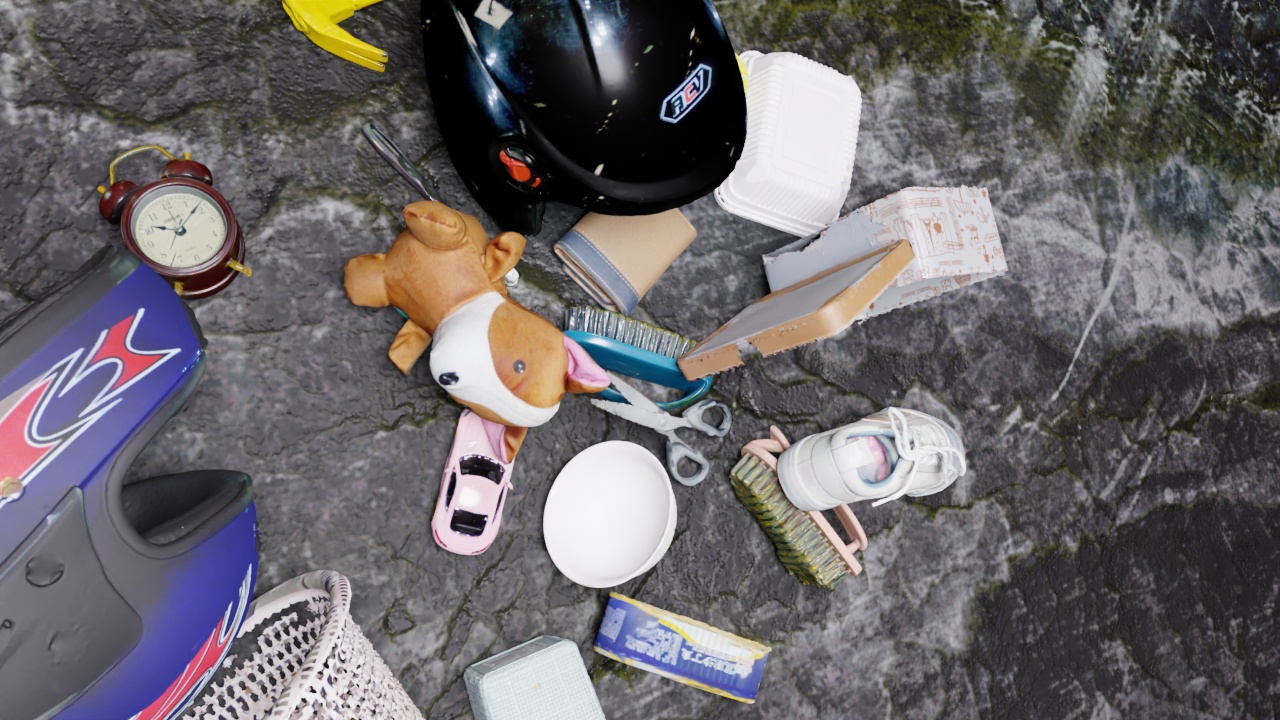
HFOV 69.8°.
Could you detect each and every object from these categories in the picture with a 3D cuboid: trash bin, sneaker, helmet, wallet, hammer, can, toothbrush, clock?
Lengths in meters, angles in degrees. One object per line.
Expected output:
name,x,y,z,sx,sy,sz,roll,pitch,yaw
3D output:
trash bin,-0.218,0.282,0.588,0.227,0.228,0.192,-45,110,-22
sneaker,0.233,0.078,0.820,0.241,0.091,0.089,-4,70,-41
helmet,-0.350,0.115,0.540,0.314,0.248,0.240,-49,121,-27
wallet,-0.012,-0.105,0.819,0.090,0.033,0.115,45,68,-11
hammer,-0.164,-0.348,0.801,0.300,0.033,0.129,-29,92,-23
helmet,-0.046,-0.234,0.722,0.275,0.230,0.233,32,65,28
can,0.035,0.236,0.755,0.148,0.075,0.049,23,76,-16
toothbrush,-0.167,-0.131,0.772,0.181,0.018,0.015,46,71,-7
clock,-0.344,-0.101,0.677,0.082,0.055,0.122,-30,90,-23

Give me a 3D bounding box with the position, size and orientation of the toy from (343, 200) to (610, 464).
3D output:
toy,-0.126,-0.024,0.698,0.199,0.140,0.130,53,30,-3

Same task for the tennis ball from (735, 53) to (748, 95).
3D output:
tennis ball,0.068,-0.260,0.857,0.065,0.066,0.065,4,79,-21

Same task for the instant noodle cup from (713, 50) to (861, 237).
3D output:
instant noodle cup,0.151,-0.216,0.887,0.138,0.060,0.173,15,74,-18

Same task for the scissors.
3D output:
scissors,0.019,0.057,0.763,0.168,0.014,0.156,-22,123,-38

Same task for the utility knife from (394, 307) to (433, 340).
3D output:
utility knife,-0.144,-0.011,0.763,0.151,0.013,0.029,39,67,-8

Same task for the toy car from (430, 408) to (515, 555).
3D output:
toy car,-0.131,0.094,0.736,0.056,0.037,0.122,17,74,-19

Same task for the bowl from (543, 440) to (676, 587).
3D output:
bowl,-0.013,0.131,0.752,0.064,0.118,0.118,36,64,-54

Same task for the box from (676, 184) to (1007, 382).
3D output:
box,0.166,-0.065,0.772,0.259,0.179,0.105,-11,84,-37

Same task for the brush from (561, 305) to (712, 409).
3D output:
brush,-0.005,0.005,0.788,0.143,0.055,0.073,17,72,-20

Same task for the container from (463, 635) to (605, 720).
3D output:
container,-0.077,0.276,0.698,0.089,0.090,0.111,-16,84,-23

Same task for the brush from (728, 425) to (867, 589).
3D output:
brush,0.140,0.131,0.820,0.073,0.063,0.145,-38,94,-18
